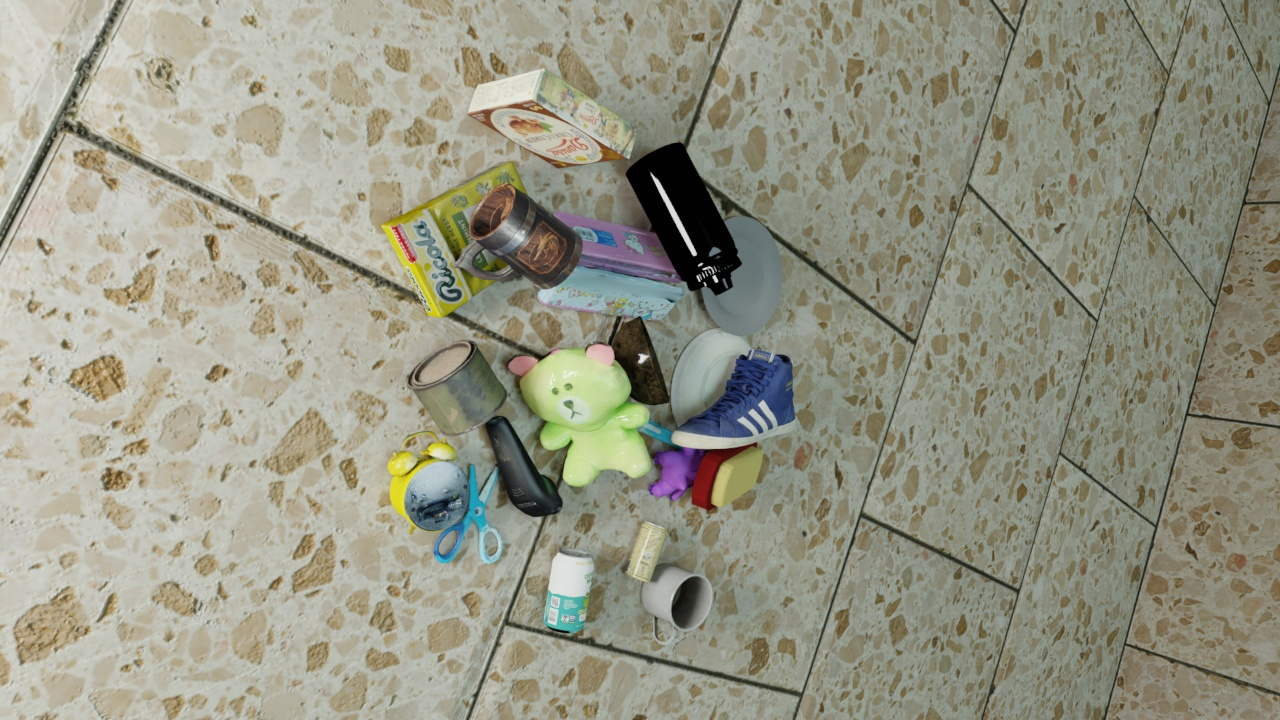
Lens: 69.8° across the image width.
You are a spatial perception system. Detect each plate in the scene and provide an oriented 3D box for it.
[{"bbox_3d":[0.123,0.044,1.370,0.182,0.034,0.182,-6,100,-39],"label":"plate"},{"bbox_3d":[0.150,-0.126,1.379,0.178,0.012,0.178,-3,95,-40],"label":"plate"}]

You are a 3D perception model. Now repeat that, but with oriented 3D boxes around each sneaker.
[{"bbox_3d":[0.143,0.048,1.302,0.232,0.091,0.118,-5,104,-40],"label":"sneaker"}]

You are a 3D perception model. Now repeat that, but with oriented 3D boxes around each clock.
[{"bbox_3d":[-0.246,0.140,1.060,0.083,0.057,0.119,-14,105,-37],"label":"clock"}]

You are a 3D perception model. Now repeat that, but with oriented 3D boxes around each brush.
[{"bbox_3d":[0.133,0.166,1.347,0.173,0.042,0.082,-15,120,-60],"label":"brush"}]

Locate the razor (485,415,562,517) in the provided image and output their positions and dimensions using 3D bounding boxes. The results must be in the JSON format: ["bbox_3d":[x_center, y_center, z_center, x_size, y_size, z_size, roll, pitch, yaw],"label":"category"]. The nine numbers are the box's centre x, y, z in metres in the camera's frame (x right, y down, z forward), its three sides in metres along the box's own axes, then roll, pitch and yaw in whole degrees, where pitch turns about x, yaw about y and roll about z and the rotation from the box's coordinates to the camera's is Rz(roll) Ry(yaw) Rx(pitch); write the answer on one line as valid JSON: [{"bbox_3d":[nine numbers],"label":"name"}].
[{"bbox_3d":[-0.149,0.133,1.154,0.151,0.054,0.067,66,29,-16],"label":"razor"}]

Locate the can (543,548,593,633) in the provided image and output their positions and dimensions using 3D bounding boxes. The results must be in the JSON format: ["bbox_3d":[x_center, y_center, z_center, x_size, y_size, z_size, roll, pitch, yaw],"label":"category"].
[{"bbox_3d":[-0.094,0.304,1.211,0.054,0.055,0.101,9,90,-40],"label":"can"}]

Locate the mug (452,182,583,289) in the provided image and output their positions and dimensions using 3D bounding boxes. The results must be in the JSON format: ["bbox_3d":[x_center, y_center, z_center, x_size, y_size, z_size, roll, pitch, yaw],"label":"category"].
[{"bbox_3d":[-0.142,-0.128,1.049,0.116,0.080,0.107,-49,131,7],"label":"mug"}]

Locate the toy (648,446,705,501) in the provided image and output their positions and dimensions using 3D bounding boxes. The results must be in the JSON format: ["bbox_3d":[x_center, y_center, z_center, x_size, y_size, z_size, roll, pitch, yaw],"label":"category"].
[{"bbox_3d":[0.064,0.159,1.321,0.087,0.056,0.106,-22,130,-46],"label":"toy"}]

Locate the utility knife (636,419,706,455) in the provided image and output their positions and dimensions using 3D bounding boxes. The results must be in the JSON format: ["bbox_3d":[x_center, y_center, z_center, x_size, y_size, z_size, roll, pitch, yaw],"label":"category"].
[{"bbox_3d":[0.055,0.121,1.335,0.167,0.015,0.022,30,77,-37],"label":"utility knife"}]

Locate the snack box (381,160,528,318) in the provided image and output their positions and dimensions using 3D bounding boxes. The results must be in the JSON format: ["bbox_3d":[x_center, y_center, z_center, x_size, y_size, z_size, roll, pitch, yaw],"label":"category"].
[{"bbox_3d":[-0.195,-0.145,1.071,0.180,0.045,0.121,-37,118,-30],"label":"snack box"}]

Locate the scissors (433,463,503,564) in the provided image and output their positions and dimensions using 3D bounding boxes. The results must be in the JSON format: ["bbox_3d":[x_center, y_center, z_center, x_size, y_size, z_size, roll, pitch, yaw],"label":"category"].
[{"bbox_3d":[-0.212,0.192,1.126,0.117,0.013,0.140,-13,107,-40],"label":"scissors"}]

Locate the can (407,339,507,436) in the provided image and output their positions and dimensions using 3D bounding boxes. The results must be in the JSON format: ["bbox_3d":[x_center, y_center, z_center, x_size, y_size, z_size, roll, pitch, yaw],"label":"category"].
[{"bbox_3d":[-0.210,0.030,1.053,0.089,0.090,0.074,-44,121,-27],"label":"can"}]

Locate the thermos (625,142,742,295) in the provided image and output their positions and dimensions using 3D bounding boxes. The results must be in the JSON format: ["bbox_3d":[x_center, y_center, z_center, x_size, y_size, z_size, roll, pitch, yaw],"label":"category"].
[{"bbox_3d":[0.064,-0.176,1.204,0.085,0.086,0.198,-24,85,-35],"label":"thermos"}]

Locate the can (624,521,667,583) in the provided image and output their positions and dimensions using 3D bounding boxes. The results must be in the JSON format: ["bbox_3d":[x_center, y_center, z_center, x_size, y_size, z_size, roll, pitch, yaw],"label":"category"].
[{"bbox_3d":[0.009,0.272,1.303,0.038,0.038,0.079,28,78,-39],"label":"can"}]

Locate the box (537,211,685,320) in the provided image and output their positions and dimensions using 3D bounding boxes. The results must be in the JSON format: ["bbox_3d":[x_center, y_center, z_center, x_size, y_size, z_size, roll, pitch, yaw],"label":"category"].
[{"bbox_3d":[-0.041,-0.119,1.215,0.213,0.091,0.090,6,50,-40],"label":"box"}]

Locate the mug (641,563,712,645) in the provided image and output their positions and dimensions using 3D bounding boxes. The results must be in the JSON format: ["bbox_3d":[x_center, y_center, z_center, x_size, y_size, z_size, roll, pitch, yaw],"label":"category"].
[{"bbox_3d":[0.045,0.352,1.323,0.084,0.071,0.113,48,66,-34],"label":"mug"}]

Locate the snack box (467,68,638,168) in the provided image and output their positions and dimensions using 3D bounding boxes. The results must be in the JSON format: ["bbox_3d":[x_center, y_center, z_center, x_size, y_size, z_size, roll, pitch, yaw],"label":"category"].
[{"bbox_3d":[-0.102,-0.277,1.065,0.147,0.143,0.041,24,80,-40],"label":"snack box"}]

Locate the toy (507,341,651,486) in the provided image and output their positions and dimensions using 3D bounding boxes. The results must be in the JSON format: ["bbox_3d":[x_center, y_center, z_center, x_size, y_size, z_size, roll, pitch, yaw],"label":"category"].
[{"bbox_3d":[-0.067,0.060,1.168,0.107,0.150,0.197,-69,146,-70],"label":"toy"}]

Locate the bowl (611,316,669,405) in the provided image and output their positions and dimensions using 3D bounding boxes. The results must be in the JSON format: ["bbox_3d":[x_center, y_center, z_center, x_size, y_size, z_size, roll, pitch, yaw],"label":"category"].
[{"bbox_3d":[-0.007,0.007,1.221,0.056,0.121,0.121,-19,113,5],"label":"bowl"}]
